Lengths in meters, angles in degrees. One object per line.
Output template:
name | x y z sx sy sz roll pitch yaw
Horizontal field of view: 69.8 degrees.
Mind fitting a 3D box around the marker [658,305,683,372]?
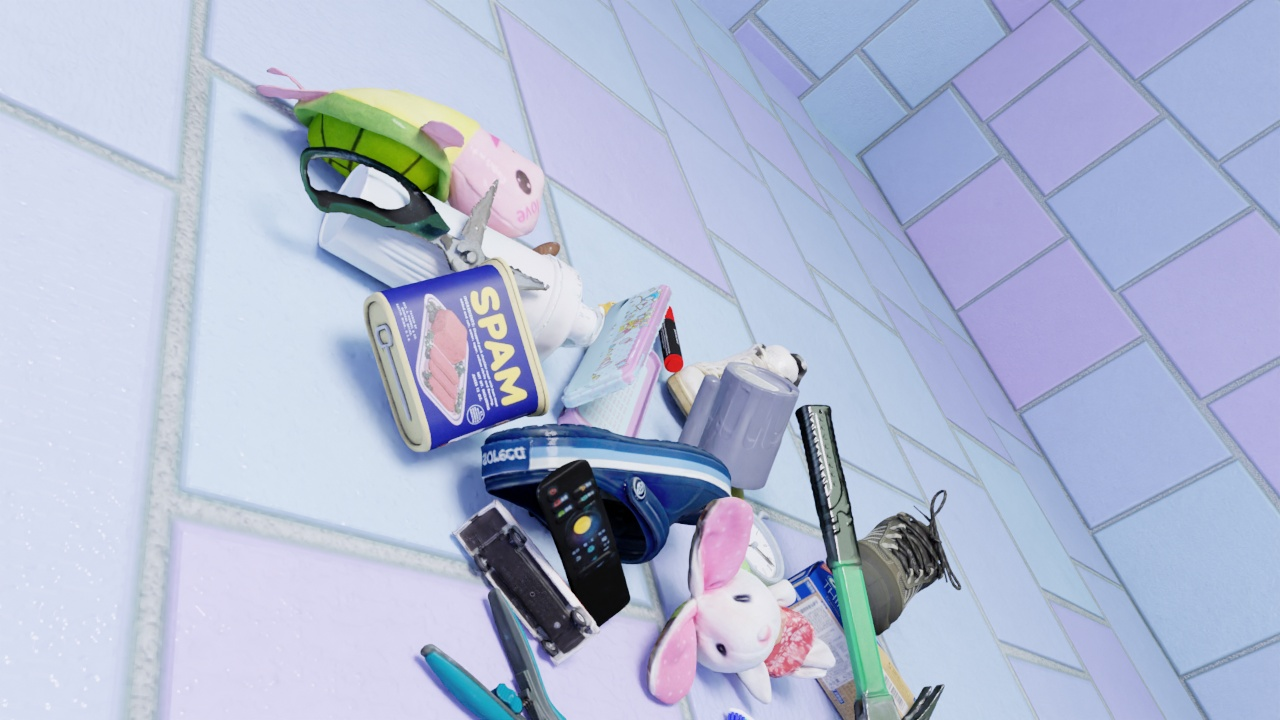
marker | 0.032 -0.024 1.020 0.144 0.021 0.023 -97 164 -64

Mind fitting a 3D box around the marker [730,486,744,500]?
marker | 0.099 0.128 0.959 0.021 0.018 0.123 43 25 -20

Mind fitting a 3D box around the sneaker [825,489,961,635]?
sneaker | 0.286 0.212 0.972 0.101 0.143 0.237 59 13 13

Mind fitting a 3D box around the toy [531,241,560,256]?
toy | -0.085 -0.067 0.875 0.055 0.042 0.101 55 14 -30

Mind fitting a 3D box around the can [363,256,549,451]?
can | -0.126 -0.003 0.627 0.092 0.057 0.116 -19 96 -32

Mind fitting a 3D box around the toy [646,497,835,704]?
toy | 0.084 0.213 0.734 0.194 0.084 0.158 40 67 -37

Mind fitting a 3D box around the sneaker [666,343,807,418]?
sneaker | 0.123 0.027 1.034 0.241 0.102 0.089 -3 59 -60

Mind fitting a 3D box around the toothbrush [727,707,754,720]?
toothbrush | 0.132 0.336 0.737 0.186 0.015 0.016 45 30 -16

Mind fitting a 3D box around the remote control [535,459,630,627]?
remote control | -0.038 0.126 0.617 0.020 0.041 0.152 35 -31 42

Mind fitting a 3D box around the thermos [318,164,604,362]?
thermos | -0.139 -0.072 0.734 0.220 0.100 0.099 30 33 -33

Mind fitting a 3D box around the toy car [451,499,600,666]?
toy car | -0.075 0.146 0.614 0.113 0.039 0.039 52 3 -2

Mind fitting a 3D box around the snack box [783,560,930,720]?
snack box | 0.203 0.294 0.869 0.206 0.056 0.057 57 26 10

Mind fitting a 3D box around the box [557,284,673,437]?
box | -0.005 0.003 0.857 0.089 0.093 0.213 46 25 -12

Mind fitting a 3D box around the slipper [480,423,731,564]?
slipper | -0.024 0.106 0.691 0.252 0.105 0.095 21 58 -51

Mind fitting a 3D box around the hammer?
hammer | 0.191 0.192 0.847 0.130 0.032 0.318 0 67 -19

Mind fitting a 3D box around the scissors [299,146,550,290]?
scissors | -0.159 -0.054 0.654 0.201 0.015 0.201 20 74 -30

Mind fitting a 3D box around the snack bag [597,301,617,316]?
snack bag | -0.012 -0.046 0.998 0.099 0.020 0.026 11 48 -55

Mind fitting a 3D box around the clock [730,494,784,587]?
clock | 0.094 0.184 0.845 0.094 0.043 0.119 35 29 -30

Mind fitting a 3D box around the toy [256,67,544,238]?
toy | -0.189 -0.173 0.748 0.238 0.087 0.190 22 -1 -24

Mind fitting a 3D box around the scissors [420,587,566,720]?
scissors | -0.074 0.202 0.557 0.155 0.019 0.124 40 28 -28

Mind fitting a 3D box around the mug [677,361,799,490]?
mug | 0.089 0.063 0.904 0.123 0.104 0.084 4 23 -41
